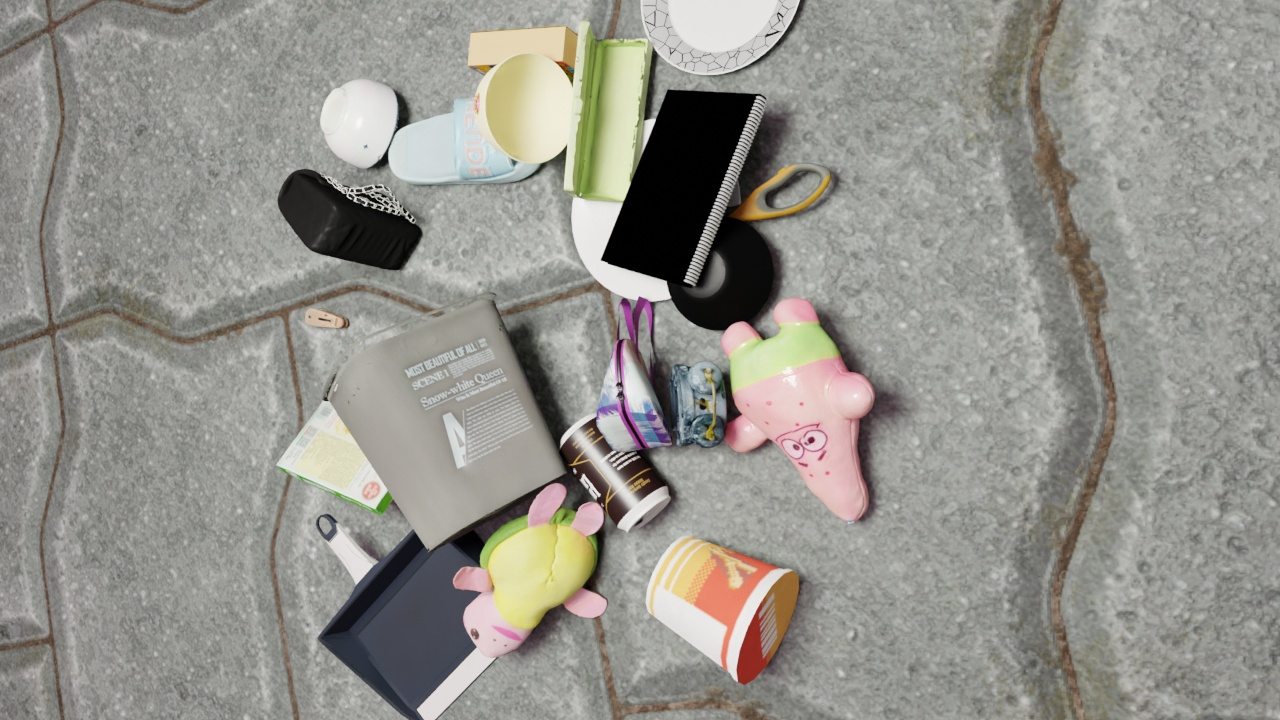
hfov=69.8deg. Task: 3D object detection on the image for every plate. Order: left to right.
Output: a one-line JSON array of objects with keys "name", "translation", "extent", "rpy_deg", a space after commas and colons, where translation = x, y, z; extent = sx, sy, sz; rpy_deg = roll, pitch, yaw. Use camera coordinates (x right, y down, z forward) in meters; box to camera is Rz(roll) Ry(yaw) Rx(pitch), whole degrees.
[{"name": "plate", "translation": [0.016, -0.171, 1.052], "extent": [0.209, 0.015, 0.208], "rpy_deg": [-1, 88, 24]}, {"name": "plate", "translation": [0.090, -0.412, 1.025], "extent": [0.189, 0.016, 0.188], "rpy_deg": [-1, 88, 24]}]

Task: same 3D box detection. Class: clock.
[{"name": "clock", "translation": [0.062, 0.047, 0.971], "extent": [0.052, 0.129, 0.090], "rpy_deg": [-3, 88, -6]}]

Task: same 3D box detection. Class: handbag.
[{"name": "handbag", "translation": [-0.360, -0.194, 1.148], "extent": [0.125, 0.153, 0.115], "rpy_deg": [40, 108, 24]}, {"name": "handbag", "translation": [-0.006, 0.006, 1.004], "extent": [0.068, 0.145, 0.169], "rpy_deg": [-7, 59, 12]}]

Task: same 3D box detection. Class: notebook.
[{"name": "notebook", "translation": [0.043, -0.188, 0.979], "extent": [0.149, 0.016, 0.206], "rpy_deg": [22, 91, 48]}]

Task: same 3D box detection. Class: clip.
[{"name": "clip", "translation": [-0.424, -0.055, 1.245], "extent": [0.062, 0.045, 0.024], "rpy_deg": [14, 95, 5]}]

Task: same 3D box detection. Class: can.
[{"name": "can", "translation": [-0.030, 0.125, 1.035], "extent": [0.072, 0.071, 0.128], "rpy_deg": [-46, 72, 16]}]

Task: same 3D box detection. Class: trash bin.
[{"name": "trash bin", "translation": [-0.214, 0.077, 1.042], "extent": [0.220, 0.196, 0.198], "rpy_deg": [60, 145, 7]}]

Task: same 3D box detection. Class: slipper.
[{"name": "slipper", "translation": [-0.216, -0.269, 1.128], "extent": [0.246, 0.074, 0.104], "rpy_deg": [-4, 88, 25]}]

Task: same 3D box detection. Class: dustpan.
[{"name": "dustpan", "translation": [-0.303, 0.295, 1.147], "extent": [0.237, 0.080, 0.273], "rpy_deg": [-47, 72, 16]}]

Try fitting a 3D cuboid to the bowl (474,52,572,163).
[{"name": "bowl", "translation": [-0.141, -0.283, 1.034], "extent": [0.074, 0.117, 0.118], "rpy_deg": [18, 96, 50]}]

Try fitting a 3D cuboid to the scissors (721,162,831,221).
[{"name": "scissors", "translation": [0.090, -0.184, 1.002], "extent": [0.226, 0.016, 0.225], "rpy_deg": [-27, 80, 23]}]

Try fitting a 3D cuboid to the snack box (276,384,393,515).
[{"name": "snack box", "translation": [-0.362, 0.111, 1.173], "extent": [0.168, 0.027, 0.131], "rpy_deg": [17, 61, 24]}]

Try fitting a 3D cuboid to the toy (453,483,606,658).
[{"name": "toy", "translation": [-0.122, 0.242, 1.044], "extent": [0.239, 0.190, 0.087], "rpy_deg": [-62, 31, 20]}]

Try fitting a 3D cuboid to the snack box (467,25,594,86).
[{"name": "snack box", "translation": [-0.124, -0.355, 1.080], "extent": [0.126, 0.088, 0.040], "rpy_deg": [6, 91, 24]}]

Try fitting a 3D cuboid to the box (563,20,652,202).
[{"name": "box", "translation": [-0.034, -0.274, 1.037], "extent": [0.083, 0.091, 0.188], "rpy_deg": [6, 95, 1]}]

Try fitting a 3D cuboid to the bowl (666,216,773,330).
[{"name": "bowl", "translation": [0.074, -0.093, 0.975], "extent": [0.124, 0.052, 0.124], "rpy_deg": [2, 94, 25]}]

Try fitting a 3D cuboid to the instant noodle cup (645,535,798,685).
[{"name": "instant noodle cup", "translation": [0.082, 0.252, 0.962], "extent": [0.121, 0.123, 0.123], "rpy_deg": [22, 97, 30]}]

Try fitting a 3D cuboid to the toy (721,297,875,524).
[{"name": "toy", "translation": [0.167, 0.058, 0.939], "extent": [0.193, 0.096, 0.236], "rpy_deg": [-28, 86, 44]}]

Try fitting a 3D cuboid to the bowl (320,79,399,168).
[{"name": "bowl", "translation": [-0.370, -0.311, 1.184], "extent": [0.114, 0.063, 0.113], "rpy_deg": [-12, 73, 41]}]
